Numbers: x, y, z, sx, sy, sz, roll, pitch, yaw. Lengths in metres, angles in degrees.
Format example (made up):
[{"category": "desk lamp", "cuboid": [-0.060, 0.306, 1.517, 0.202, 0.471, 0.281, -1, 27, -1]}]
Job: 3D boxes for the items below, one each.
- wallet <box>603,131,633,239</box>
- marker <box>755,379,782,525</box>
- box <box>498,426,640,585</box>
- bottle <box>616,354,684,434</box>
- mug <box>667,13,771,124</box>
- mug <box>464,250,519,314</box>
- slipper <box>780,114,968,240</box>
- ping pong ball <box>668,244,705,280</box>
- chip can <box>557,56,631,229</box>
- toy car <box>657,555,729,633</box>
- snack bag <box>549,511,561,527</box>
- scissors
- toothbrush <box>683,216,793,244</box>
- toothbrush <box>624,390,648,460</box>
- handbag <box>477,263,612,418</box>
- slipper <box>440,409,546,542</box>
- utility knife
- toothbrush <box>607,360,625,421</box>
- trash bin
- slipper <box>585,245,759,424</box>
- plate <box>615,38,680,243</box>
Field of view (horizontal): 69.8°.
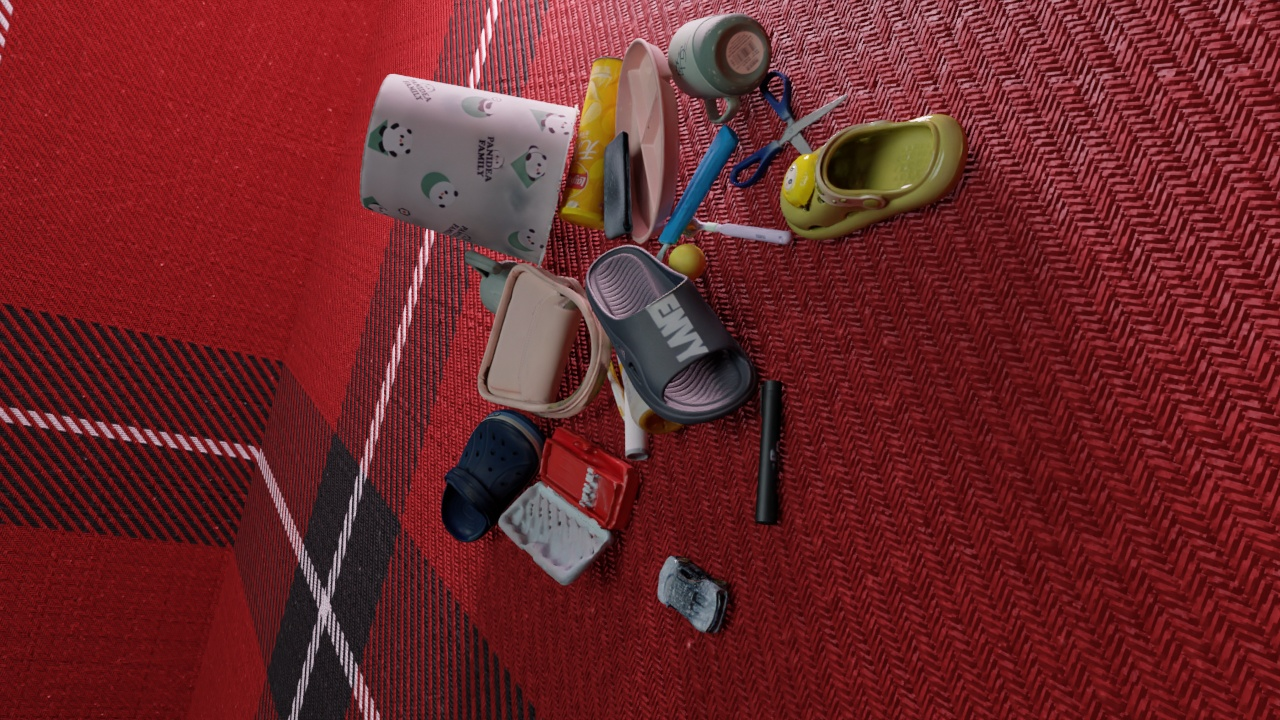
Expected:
[{"category": "wallet", "cuboid": [-0.027, -0.211, 1.122, 0.097, 0.019, 0.121, -172, 79, -75]}, {"category": "marker", "cuboid": [0.116, 0.083, 0.832, 0.022, 0.020, 0.132, -11, 67, 44]}, {"category": "box", "cuboid": [-0.084, 0.168, 1.084, 0.161, 0.060, 0.201, -60, 31, -5]}, {"category": "bottle", "cuboid": [0.008, -0.010, 0.997, 0.068, 0.068, 0.189, -49, 40, 36]}, {"category": "mug", "cuboid": [0.086, -0.309, 0.979, 0.106, 0.082, 0.112, -143, 45, -65]}, {"category": "mug", "cuboid": [-0.186, -0.105, 1.299, 0.083, 0.124, 0.103, -52, 33, -7]}, {"category": "slipper", "cuboid": [0.181, -0.163, 0.774, 0.191, 0.081, 0.091, -7, 69, 54]}, {"category": "ping pong ball", "cuboid": [0.051, -0.106, 0.994, 0.040, 0.040, 0.040, -30, 53, 50]}, {"category": "chip can", "cuboid": [-0.052, -0.283, 1.203, 0.072, 0.072, 0.213, 6, 82, 59]}, {"category": "toy car", "cuboid": [0.046, 0.222, 0.878, 0.106, 0.031, 0.049, 17, 92, 60]}, {"category": "snack bag", "cuboid": [-0.098, 0.210, 1.118, 0.105, 0.026, 0.045, 28, 105, 60]}, {"category": "scissors", "cuboid": [0.144, -0.229, 0.923, 0.163, 0.012, 0.175, -47, 41, 39]}, {"category": "toothbrush", "cuboid": [0.097, -0.134, 0.951, 0.189, 0.021, 0.029, 21, 124, 59]}, {"category": "toothbrush", "cuboid": [-0.006, 0.006, 1.053, 0.027, 0.026, 0.220, -24, 58, 40]}, {"category": "handbag", "cuboid": [-0.109, -0.014, 1.166, 0.234, 0.093, 0.193, 20, 96, 57]}, {"category": "slipper", "cuboid": [-0.216, 0.163, 1.234, 0.105, 0.095, 0.254, 42, 128, 8]}, {"category": "utility knife", "cuboid": [0.052, -0.168, 1.004, 0.191, 0.018, 0.034, -59, 32, 13]}, {"category": "toothbrush", "cuboid": [-0.034, 0.009, 1.108, 0.018, 0.016, 0.191, -48, 39, 24]}, {"category": "trash bin", "cuboid": [-0.232, -0.267, 1.250, 0.229, 0.252, 0.229, -168, 91, -82]}, {"category": "slipper", "cuboid": [0.012, -0.042, 0.922, 0.110, 0.083, 0.268, -34, 50, -3]}, {"category": "plate", "cuboid": [0.007, -0.251, 1.062, 0.230, 0.028, 0.229, 175, 91, -76]}]
